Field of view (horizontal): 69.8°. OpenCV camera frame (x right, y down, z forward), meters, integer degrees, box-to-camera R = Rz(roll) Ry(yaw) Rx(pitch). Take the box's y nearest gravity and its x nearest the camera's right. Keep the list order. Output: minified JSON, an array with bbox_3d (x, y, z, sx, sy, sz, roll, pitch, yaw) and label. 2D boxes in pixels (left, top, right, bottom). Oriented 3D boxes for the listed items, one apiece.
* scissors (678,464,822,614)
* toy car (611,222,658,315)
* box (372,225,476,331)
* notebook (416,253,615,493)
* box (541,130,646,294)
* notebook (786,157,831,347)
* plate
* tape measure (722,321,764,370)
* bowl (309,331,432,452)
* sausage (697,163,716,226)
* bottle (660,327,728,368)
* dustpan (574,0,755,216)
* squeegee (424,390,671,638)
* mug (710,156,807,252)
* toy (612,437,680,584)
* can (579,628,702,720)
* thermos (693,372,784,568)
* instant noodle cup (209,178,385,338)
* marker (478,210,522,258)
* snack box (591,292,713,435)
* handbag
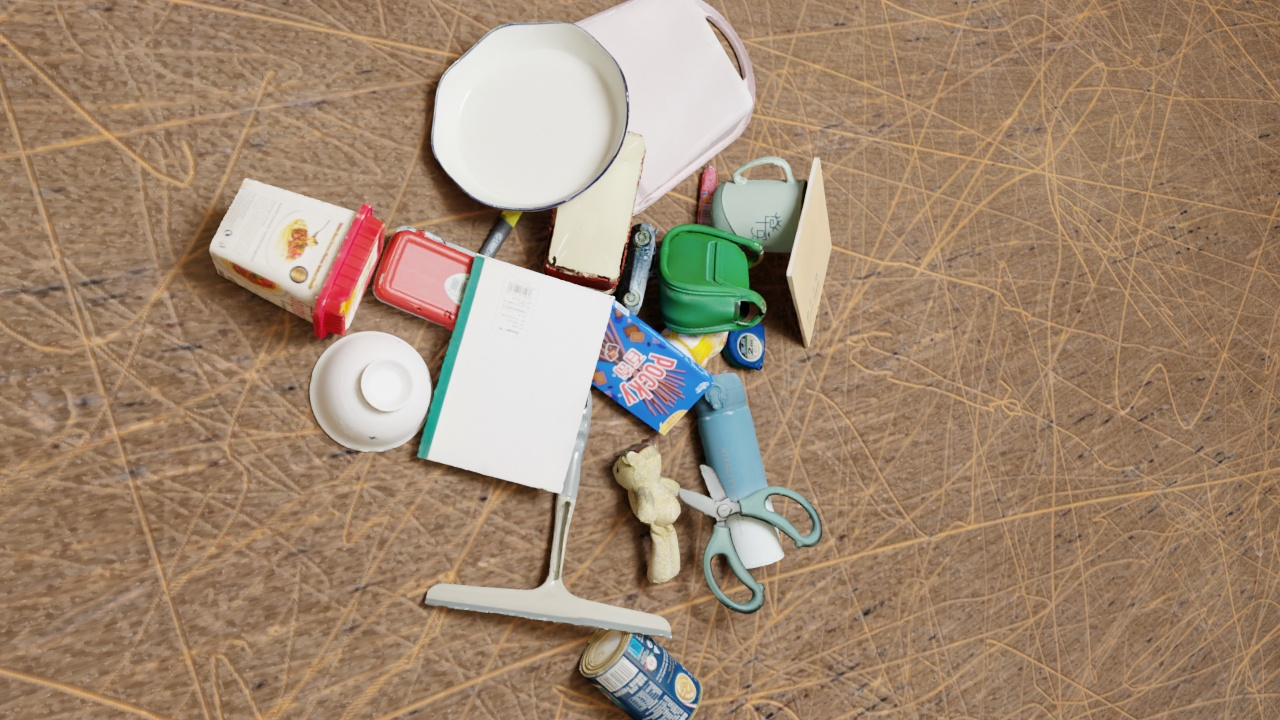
[{"bbox_3d":[0.107,0.199,0.996,0.174,0.019,0.177,21,85,-10],"label":"scissors"},{"bbox_3d":[-0.008,-0.094,1.020,0.036,0.054,0.120,19,74,-23],"label":"toy car"},{"bbox_3d":[-0.167,-0.067,0.935,0.201,0.048,0.087,22,82,-24],"label":"box"},{"bbox_3d":[-0.122,0.015,0.917,0.150,0.012,0.209,17,87,-16],"label":"notebook"},{"bbox_3d":[-0.047,-0.163,0.978,0.091,0.079,0.168,12,80,-7],"label":"box"},{"bbox_3d":[0.202,-0.120,1.084,0.208,0.008,0.147,54,49,-64],"label":"notebook"},{"bbox_3d":[-0.110,-0.244,0.939,0.205,0.045,0.204,-1,81,8],"label":"plate"},{"bbox_3d":[0.123,-0.018,1.097,0.054,0.025,0.058,9,74,-26],"label":"tape measure"},{"bbox_3d":[-0.246,0.026,0.866,0.118,0.065,0.118,5,79,-28],"label":"bowl"},{"bbox_3d":[0.078,-0.162,1.097,0.020,0.020,0.155,9,79,-27],"label":"sausage"},{"bbox_3d":[0.071,-0.036,1.049,0.108,0.063,0.063,-46,104,-26],"label":"bottle"},{"bbox_3d":[0.019,-0.320,1.096,0.273,0.139,0.222,-31,100,-1],"label":"dustpan"},{"bbox_3d":[-0.078,0.147,0.955,0.246,0.039,0.246,10,71,-9],"label":"squeegee"},{"bbox_3d":[0.139,-0.181,1.067,0.082,0.106,0.112,-58,147,-54],"label":"mug"},{"bbox_3d":[0.011,0.165,0.993,0.105,0.066,0.157,-18,96,-62],"label":"toy"},{"bbox_3d":[0.000,0.327,0.948,0.111,0.075,0.075,46,64,-15],"label":"can"},{"bbox_3d":[0.108,0.124,1.043,0.070,0.070,0.220,-13,89,-30],"label":"thermos"},{"bbox_3d":[-0.309,-0.095,0.830,0.124,0.116,0.116,22,72,-11],"label":"instant noodle cup"},{"bbox_3d":[-0.148,-0.136,0.972,0.018,0.015,0.124,34,70,-17],"label":"marker"},{"bbox_3d":[-0.006,0.006,0.993,0.157,0.026,0.085,37,107,-17],"label":"snack box"},{"bbox_3d":[0.078,-0.092,1.014,0.120,0.068,0.131,1,40,3],"label":"handbag"}]
